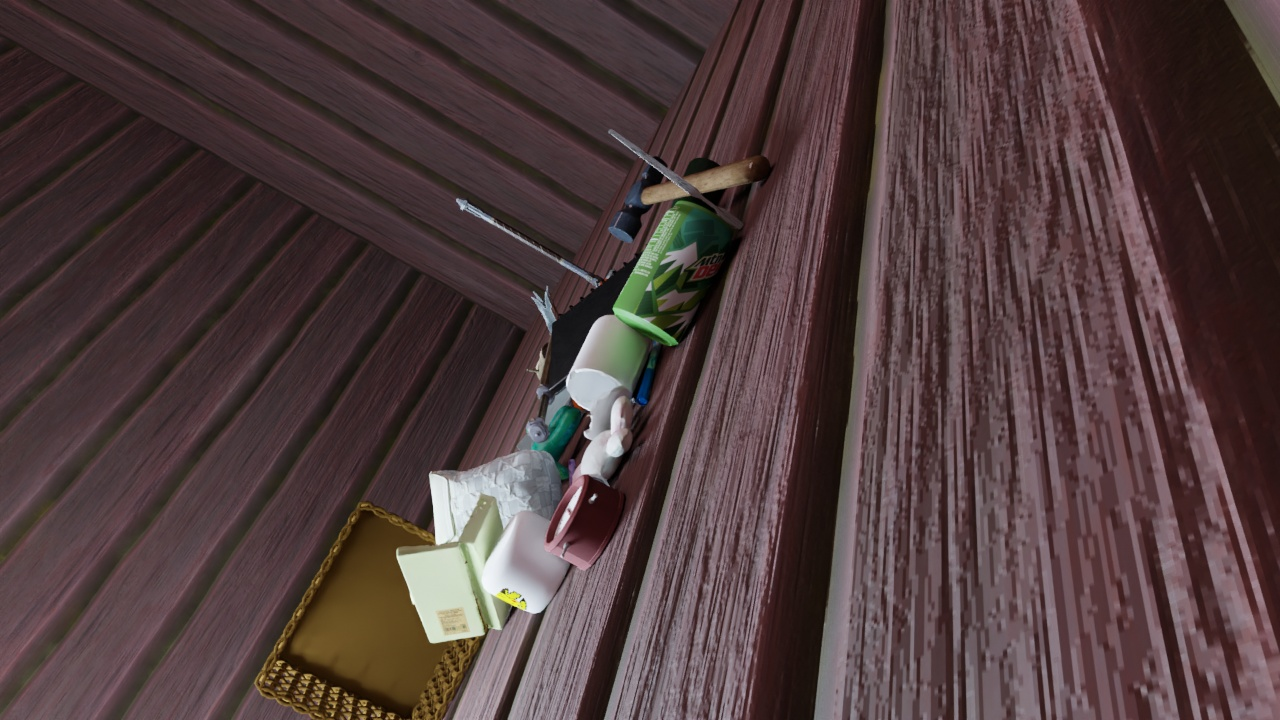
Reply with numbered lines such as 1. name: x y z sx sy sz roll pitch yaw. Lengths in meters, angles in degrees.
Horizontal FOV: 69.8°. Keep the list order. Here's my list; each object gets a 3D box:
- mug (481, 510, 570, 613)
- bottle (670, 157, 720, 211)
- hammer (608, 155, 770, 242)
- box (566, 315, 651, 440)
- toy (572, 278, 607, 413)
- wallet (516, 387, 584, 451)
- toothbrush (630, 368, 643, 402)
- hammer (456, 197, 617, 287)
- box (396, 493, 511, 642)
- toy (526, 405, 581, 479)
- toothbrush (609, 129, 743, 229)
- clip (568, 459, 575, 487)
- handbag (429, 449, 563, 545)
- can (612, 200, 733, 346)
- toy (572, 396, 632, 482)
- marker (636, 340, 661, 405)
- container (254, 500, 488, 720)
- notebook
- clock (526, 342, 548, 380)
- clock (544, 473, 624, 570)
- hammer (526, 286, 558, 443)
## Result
1. mug: -0.122 0.214 0.972 0.116 0.068 0.094 -44 19 58
2. bottle: 0.063 -0.193 1.253 0.173 0.055 0.055 -67 12 -20
3. hammer: 0.065 -0.226 1.180 0.322 0.040 0.129 5 66 63
4. box: -0.037 0.023 1.037 0.081 0.091 0.159 105 -172 -49
5. toy: -0.053 -0.027 1.286 0.164 0.092 0.172 -58 22 30
6. wallet: -0.129 0.099 1.385 0.131 0.054 0.100 -59 19 -1
7. toothbrush: -0.007 0.007 1.121 0.024 0.022 0.185 -28 31 38
8. hammer: -0.150 -0.174 1.468 0.044 0.322 0.098 -57 10 17
9. box: -0.192 0.245 1.026 0.133 0.061 0.188 -28 -40 -25
10. toy: -0.141 0.145 1.241 0.193 0.072 0.131 -63 19 -6
11. toothbrush: 0.039 -0.201 1.019 0.010 0.181 0.010 -55 7 -2
12. clip: -0.077 0.137 1.082 0.050 0.045 0.014 -51 5 -33
13. handbag: -0.167 0.176 1.130 0.172 0.123 0.112 -17 71 21
14. can: 0.038 -0.096 1.013 0.144 0.083 0.083 -61 10 -5
15. toy: -0.038 0.099 0.972 0.126 0.037 0.075 -56 14 36
16. marker: 0.013 0.004 1.057 0.013 0.013 0.141 -53 12 35
17. container: -0.338 0.347 1.227 0.251 0.219 0.214 -63 10 -15
18. notebook: -0.027 -0.071 1.178 0.232 0.019 0.168 -37 29 19
19. clock: -0.116 0.011 1.504 0.140 0.093 0.055 -30 -28 -55
20. clock: -0.057 0.154 0.888 0.087 0.044 0.124 -61 11 -4
21. hammer: -0.120 0.024 1.230 0.028 0.147 0.316 -20 24 10
